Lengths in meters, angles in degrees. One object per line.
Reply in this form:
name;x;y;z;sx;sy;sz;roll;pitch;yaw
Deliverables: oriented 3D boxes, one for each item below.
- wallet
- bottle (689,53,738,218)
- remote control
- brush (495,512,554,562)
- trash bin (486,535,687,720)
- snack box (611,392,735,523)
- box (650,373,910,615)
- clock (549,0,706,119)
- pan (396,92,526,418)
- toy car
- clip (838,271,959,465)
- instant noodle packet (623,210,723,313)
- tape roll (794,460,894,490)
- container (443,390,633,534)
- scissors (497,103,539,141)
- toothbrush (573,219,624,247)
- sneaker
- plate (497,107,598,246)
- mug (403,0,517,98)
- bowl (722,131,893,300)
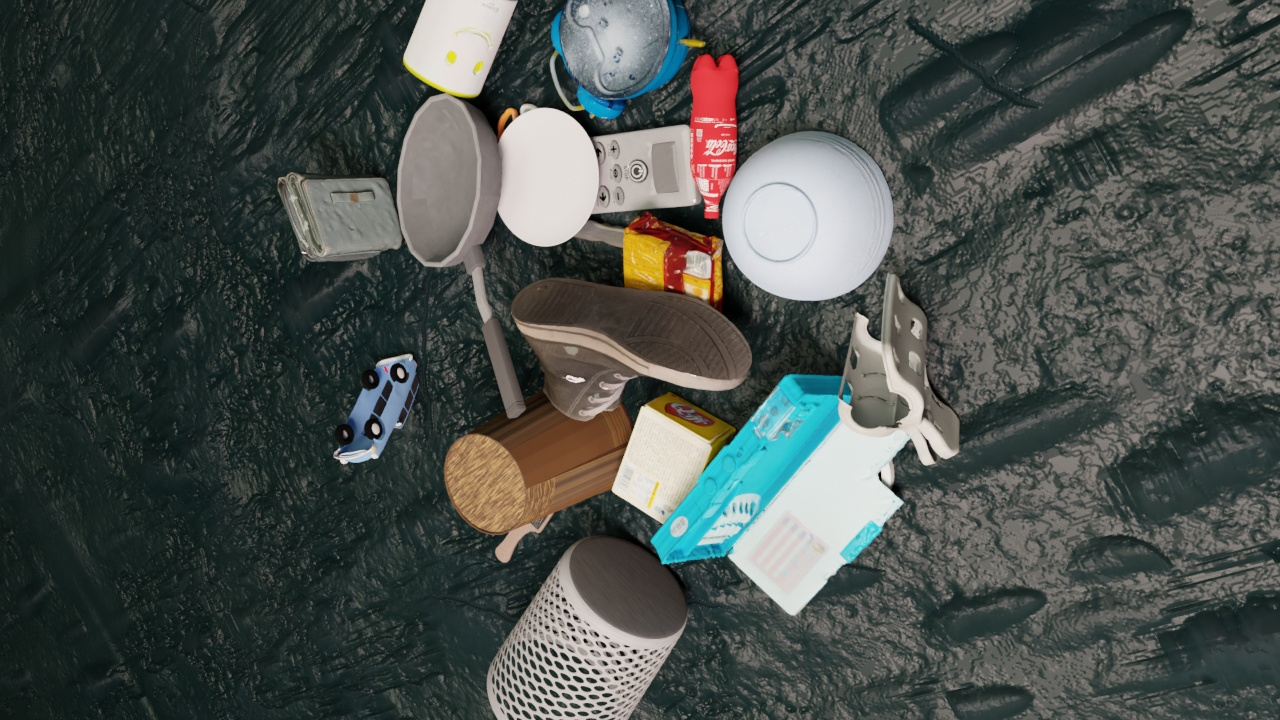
wallet;-0.332;-0.163;1.022;0.054;0.131;0.100;-23;91;30
bottle;0.065;-0.199;0.821;0.042;0.041;0.142;9;108;29
remote control;-0.013;-0.182;0.887;0.151;0.019;0.074;1;103;31
brush;-0.139;0.189;1.065;0.050;0.015;0.136;41;120;15
trash bin;-0.053;0.296;0.959;0.156;0.156;0.184;38;117;18
snack box;0.033;0.098;0.907;0.083;0.061;0.106;29;116;21
box;0.133;0.117;0.838;0.171;0.084;0.228;25;121;-17
clock;-0.026;-0.292;0.843;0.162;0.060;0.117;-22;92;35
pan;-0.169;-0.107;0.931;0.179;0.041;0.357;-39;62;43
toy car;-0.302;0.059;1.066;0.056;0.153;0.055;-11;134;25
clip;0.203;0.020;0.754;0.105;0.126;0.152;-6;123;25
instant noodle packet;0.031;-0.067;0.863;0.099;0.039;0.136;16;129;24
tape roll;0.185;0.100;0.843;0.093;0.013;0.093;8;106;30
container;-0.104;0.098;0.928;0.132;0.166;0.132;9;107;30
scissors;-0.114;-0.199;0.943;0.065;0.013;0.128;-11;90;33
toothbrush;-0.049;-0.131;0.923;0.186;0.022;0.024;16;74;29
sneaker;-0.005;0.005;0.854;0.235;0.095;0.120;9;137;23
plate;-0.094;-0.182;0.917;0.135;0.011;0.134;6;101;32
mug;-0.179;-0.329;0.913;0.082;0.082;0.106;41;119;16
bowl;0.130;-0.119;0.782;0.151;0.074;0.151;9;107;30
